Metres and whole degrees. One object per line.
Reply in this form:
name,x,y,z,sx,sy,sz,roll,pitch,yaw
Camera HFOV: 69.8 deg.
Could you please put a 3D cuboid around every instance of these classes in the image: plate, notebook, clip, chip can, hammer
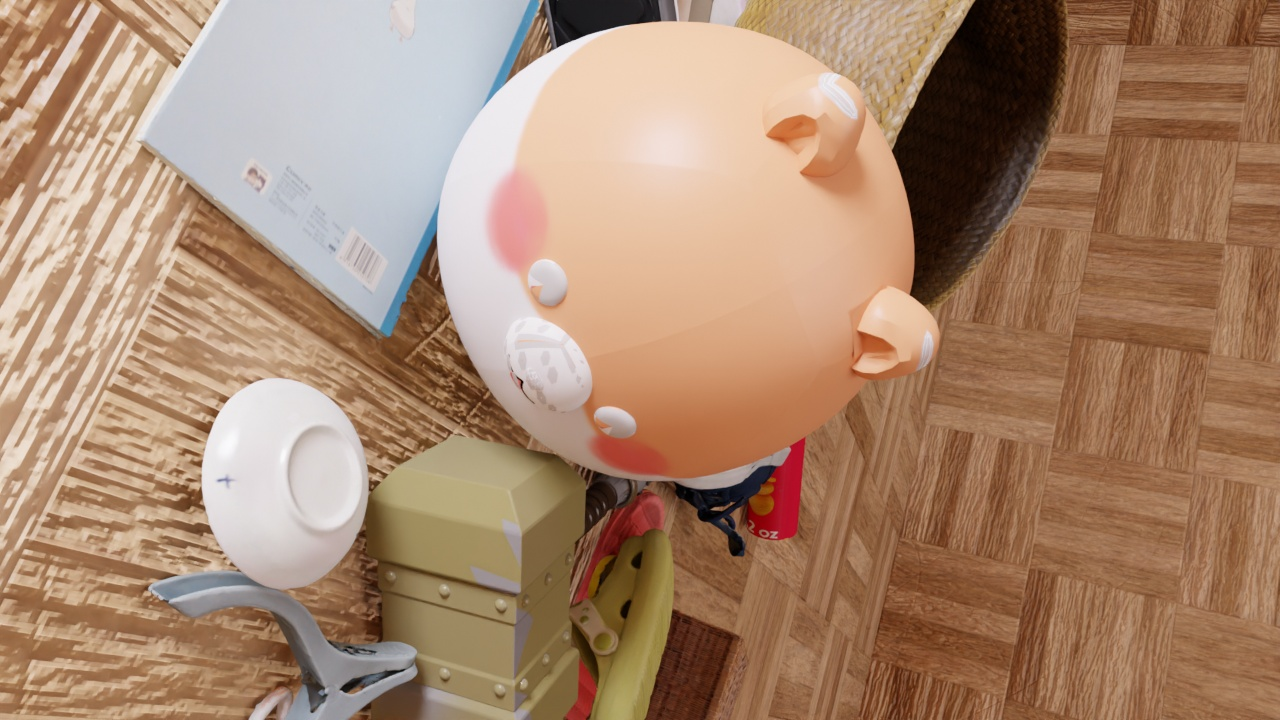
plate,-0.164,0.058,0.452,0.104,0.026,0.104,-9,90,-69
notebook,-0.135,-0.161,0.486,0.181,0.009,0.253,54,51,-57
clip,-0.196,0.190,0.454,0.169,0.031,0.164,43,67,-47
chip can,0.176,0.117,1.176,0.069,0.069,0.221,-29,126,-59
hammer,-0.056,0.124,0.671,0.324,0.101,0.190,-32,128,-65

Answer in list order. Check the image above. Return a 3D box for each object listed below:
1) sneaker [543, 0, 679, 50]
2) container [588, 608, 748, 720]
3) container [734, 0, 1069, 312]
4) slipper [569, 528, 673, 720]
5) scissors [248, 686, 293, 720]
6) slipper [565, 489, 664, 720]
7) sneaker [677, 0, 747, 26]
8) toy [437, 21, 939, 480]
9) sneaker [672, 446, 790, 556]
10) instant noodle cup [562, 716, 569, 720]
sneaker,-0.006,-0.286,0.634,0.257,0.093,0.160,77,25,-42
container,0.024,0.349,0.894,0.113,0.114,0.198,66,43,-57
container,0.199,-0.200,0.770,0.306,0.197,0.308,-29,133,-36
slipper,-0.022,0.221,0.728,0.092,0.082,0.190,83,17,-44
scissors,-0.197,0.233,0.504,0.125,0.011,0.131,-30,125,-56
slipper,-0.020,0.236,0.823,0.248,0.059,0.103,-65,151,-25
sneaker,0.113,-0.299,0.827,0.292,0.116,0.112,-43,137,-52
toy,0.024,-0.059,0.527,0.264,0.281,0.263,-40,115,-35
sneaker,0.070,0.126,0.946,0.127,0.121,0.294,-59,159,8
instant noodle cup,-0.101,0.311,0.652,0.100,0.100,0.112,14,94,-65
